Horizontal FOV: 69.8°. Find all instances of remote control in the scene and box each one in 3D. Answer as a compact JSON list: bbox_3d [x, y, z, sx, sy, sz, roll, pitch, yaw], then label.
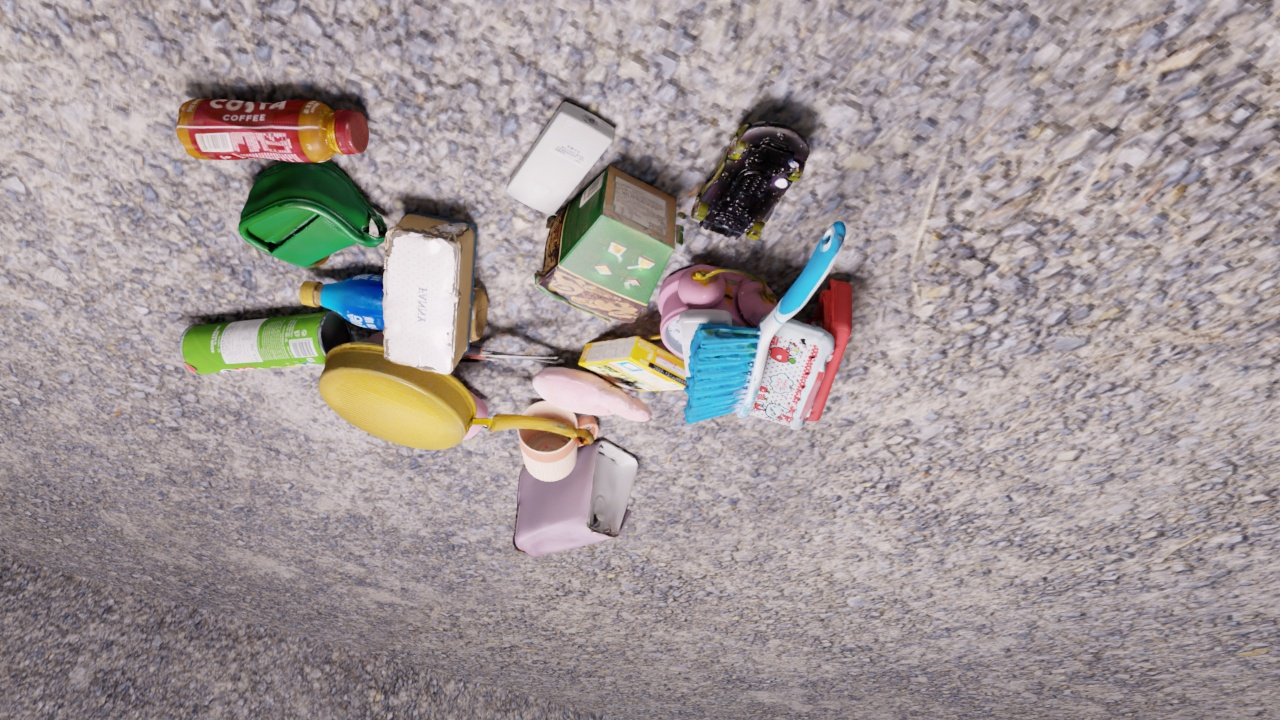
[{"bbox_3d":[0.074,-0.011,0.996,0.056,0.020,0.136,2,147,10],"label":"remote control"},{"bbox_3d":[-0.079,-0.189,0.874,0.056,0.019,0.135,24,146,-20],"label":"remote control"}]

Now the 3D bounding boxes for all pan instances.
[{"bbox_3d":[-0.230,0.065,1.176,0.357,0.078,0.198,24,148,-12],"label":"pan"}]

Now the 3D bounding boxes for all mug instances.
[{"bbox_3d":[-0.116,0.113,1.314,0.114,0.081,0.106,-17,152,-12],"label":"mug"}]

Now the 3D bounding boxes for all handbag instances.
[{"bbox_3d":[-0.350,-0.152,0.978,0.132,0.067,0.120,-14,148,31],"label":"handbag"},{"bbox_3d":[-0.104,0.218,1.403,0.098,0.144,0.198,35,141,-30],"label":"handbag"}]

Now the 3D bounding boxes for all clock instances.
[{"bbox_3d":[0.082,-0.055,1.000,0.117,0.059,0.159,18,146,-13],"label":"clock"}]

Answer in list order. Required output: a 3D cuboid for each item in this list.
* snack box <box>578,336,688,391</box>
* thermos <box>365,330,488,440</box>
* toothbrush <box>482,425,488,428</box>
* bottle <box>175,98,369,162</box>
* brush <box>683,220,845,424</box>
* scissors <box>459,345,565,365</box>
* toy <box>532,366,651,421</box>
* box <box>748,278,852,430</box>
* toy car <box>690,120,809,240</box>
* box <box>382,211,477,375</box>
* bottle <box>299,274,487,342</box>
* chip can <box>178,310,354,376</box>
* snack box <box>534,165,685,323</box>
[{"bbox_3d":[-0.007,0.006,1.108,0.087,0.033,0.141,28,162,-25],"label":"snack box"},{"bbox_3d":[-0.286,0.036,1.236,0.087,0.067,0.198,18,159,42],"label":"thermos"},{"bbox_3d":[-0.313,0.069,1.354,0.185,0.012,0.017,19,153,-13],"label":"toothbrush"},{"bbox_3d":[-0.347,-0.218,0.872,0.175,0.057,0.057,4,147,10],"label":"bottle"},{"bbox_3d":[0.110,-0.029,0.897,0.109,0.060,0.315,2,146,-3],"label":"brush"},{"bbox_3d":[-0.202,-0.010,1.131,0.223,0.015,0.188,1,173,36],"label":"scissors"},{"bbox_3d":[-0.062,0.045,1.177,0.160,0.054,0.121,13,170,32],"label":"toy"},{"bbox_3d":[0.167,-0.004,1.021,0.102,0.095,0.202,6,148,3],"label":"box"},{"bbox_3d":[0.100,-0.164,0.841,0.070,0.042,0.159,18,148,-12],"label":"toy car"},{"bbox_3d":[-0.231,-0.066,1.005,0.090,0.061,0.185,14,122,2],"label":"box"},{"bbox_3d":[-0.294,-0.066,1.087,0.219,0.065,0.065,7,148,5],"label":"bottle"},{"bbox_3d":[-0.493,-0.022,1.208,0.236,0.072,0.072,-4,145,21],"label":"chip can"},{"bbox_3d":[-0.026,-0.119,0.898,0.117,0.118,0.106,22,134,-19],"label":"snack box"}]
